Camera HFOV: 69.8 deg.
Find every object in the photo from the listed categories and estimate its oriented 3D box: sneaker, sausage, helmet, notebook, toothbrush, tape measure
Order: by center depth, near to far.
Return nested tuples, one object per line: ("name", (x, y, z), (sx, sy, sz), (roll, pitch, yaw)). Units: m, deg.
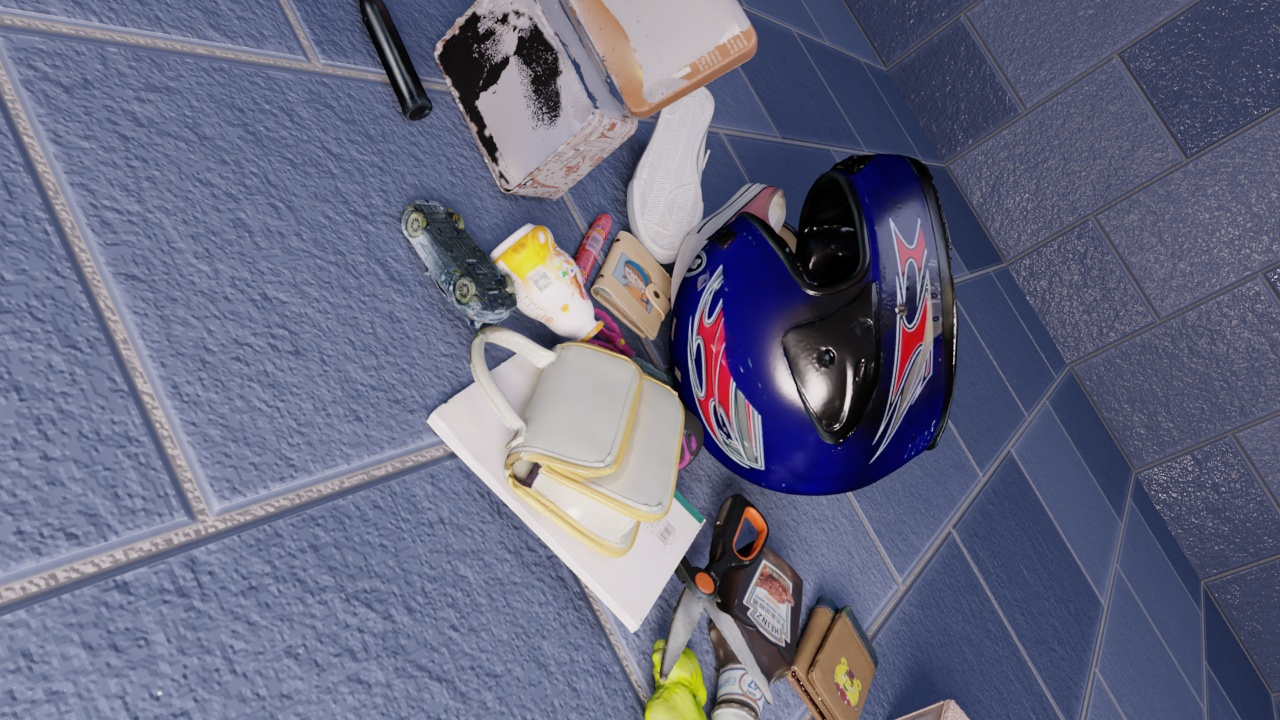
("notebook", (-0.047, 0.086, 0.701), (0.209, 0.012, 0.150), (46, 32, 1))
("tape measure", (0.026, 0.069, 0.809), (0.058, 0.057, 0.039), (54, 34, -8))
("toothbrush", (-0.238, -0.307, 0.820), (0.212, 0.027, 0.026), (63, -13, 13))
("helmet", (0.147, -0.031, 0.861), (0.247, 0.240, 0.315), (-143, -130, -80))
("sausage", (-0.051, -0.107, 0.902), (0.020, 0.020, 0.155), (45, 33, -19))
("sneaker", (0.116, -0.118, 1.007), (0.240, 0.088, 0.118), (-50, 140, -38))
("sneaker", (0.029, -0.206, 1.063), (0.089, 0.091, 0.241), (16, 63, -8))

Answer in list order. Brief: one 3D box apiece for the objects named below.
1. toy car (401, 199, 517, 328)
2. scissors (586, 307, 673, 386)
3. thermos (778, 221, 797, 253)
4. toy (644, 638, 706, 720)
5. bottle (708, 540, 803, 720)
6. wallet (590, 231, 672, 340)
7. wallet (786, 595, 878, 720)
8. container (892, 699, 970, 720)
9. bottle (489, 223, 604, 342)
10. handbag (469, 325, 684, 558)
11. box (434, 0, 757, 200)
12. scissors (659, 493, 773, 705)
("toy car", (-0.146, -0.077, 0.726), (0.120, 0.037, 0.054), (54, 30, 15))
("scissors", (-0.004, 0.008, 0.868), (0.137, 0.017, 0.073), (42, 33, -30))
("thermos", (0.146, -0.109, 1.121), (0.093, 0.093, 0.142), (46, 41, -18))
("toy", (0.028, 0.253, 0.665), (0.096, 0.031, 0.100), (38, 36, -51))
("bottle", (0.091, 0.237, 0.758), (0.080, 0.044, 0.194), (43, 33, -11))
("wallet", (-0.004, -0.075, 0.936), (0.087, 0.024, 0.114), (41, 33, -16))
("wallet", (0.181, 0.285, 0.856), (0.090, 0.033, 0.115), (56, 34, -3))
("container", (0.284, 0.390, 0.851), (0.111, 0.090, 0.090), (54, 31, 2))
("bottle", (-0.078, -0.061, 0.780), (0.108, 0.063, 0.063), (51, 31, -10))
("handbag", (-0.053, 0.040, 0.685), (0.178, 0.063, 0.163), (34, 31, -12))
("box", (-0.044, -0.291, 0.848), (0.110, 0.260, 0.179), (-8, 69, -59))
("scissors", (0.044, 0.166, 0.742), (0.234, 0.022, 0.220), (49, 35, 13))
